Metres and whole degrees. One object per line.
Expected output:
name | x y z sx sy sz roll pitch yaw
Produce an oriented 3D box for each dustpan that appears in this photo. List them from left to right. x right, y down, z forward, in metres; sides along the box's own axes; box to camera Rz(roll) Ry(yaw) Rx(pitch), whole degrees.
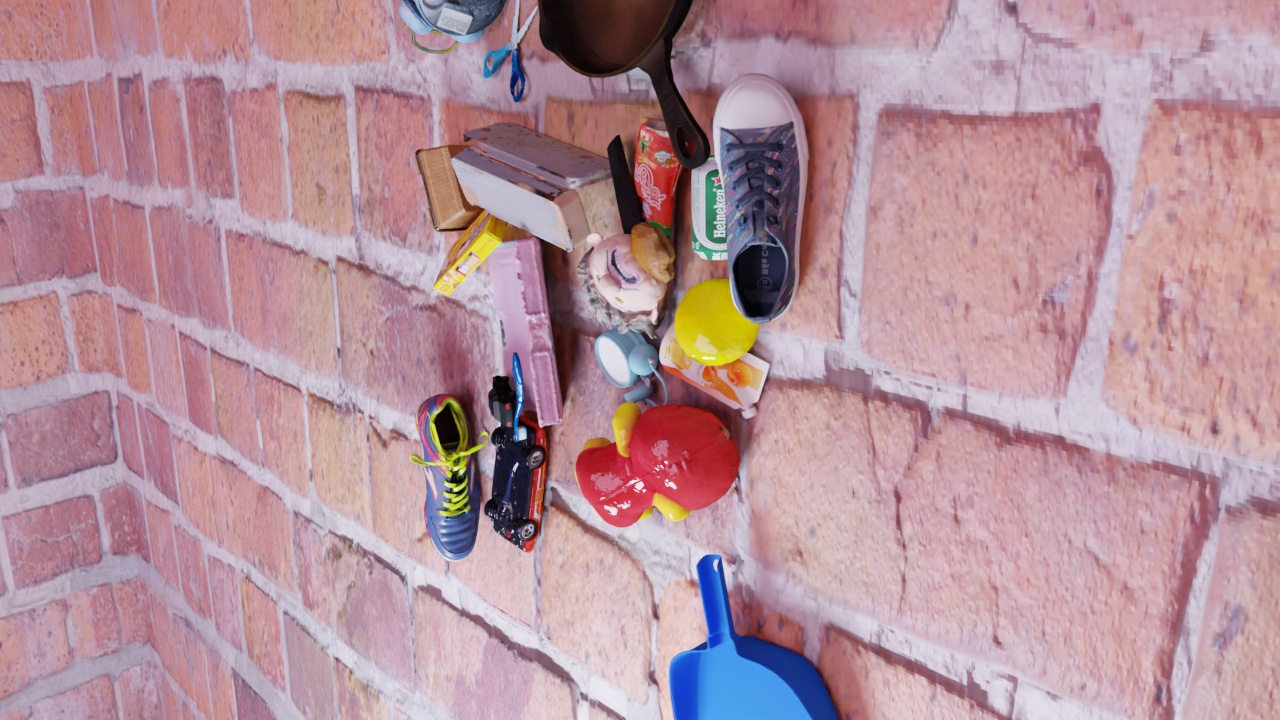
dustpan | 0.113 0.336 1.015 0.246 0.059 0.257 -7 95 46

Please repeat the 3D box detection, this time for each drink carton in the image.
drink carton | 0.080 0.008 0.979 0.122 0.038 0.069 30 120 29

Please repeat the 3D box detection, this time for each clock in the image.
clock | -0.227 -0.441 1.104 0.060 0.117 0.162 55 127 35
clock | -0.006 0.006 1.051 0.123 0.041 0.088 45 146 29

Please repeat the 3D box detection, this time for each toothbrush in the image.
toothbrush | -0.153 0.047 1.156 0.021 0.016 0.132 -124 31 -54

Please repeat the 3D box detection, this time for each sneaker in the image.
sneaker | -0.275 0.167 1.313 0.091 0.116 0.241 -16 83 56
sneaker | 0.114 -0.144 0.849 0.087 0.079 0.236 -2 107 9

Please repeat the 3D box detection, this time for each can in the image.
can | 0.078 -0.153 0.919 0.053 0.053 0.101 13 110 42

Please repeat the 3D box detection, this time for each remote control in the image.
remote control | -0.017 -0.184 1.007 0.039 0.010 0.124 159 99 -70

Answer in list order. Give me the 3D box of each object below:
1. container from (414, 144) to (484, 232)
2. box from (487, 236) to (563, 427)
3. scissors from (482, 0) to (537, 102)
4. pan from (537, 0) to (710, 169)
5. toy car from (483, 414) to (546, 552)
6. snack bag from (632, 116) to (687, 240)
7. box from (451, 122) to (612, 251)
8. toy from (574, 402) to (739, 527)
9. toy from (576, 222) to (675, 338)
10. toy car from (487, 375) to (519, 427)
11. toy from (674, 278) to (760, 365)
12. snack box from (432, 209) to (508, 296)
container | -0.247 -0.234 1.219 0.061 0.063 0.114 -13 92 39
box | -0.140 -0.042 1.176 0.179 0.059 0.233 -163 65 -67
scissors | -0.149 -0.377 1.118 0.133 0.015 0.110 -44 66 38
pan | 0.002 -0.350 0.932 0.250 0.043 0.355 -35 71 44
toy car | -0.165 0.165 1.246 0.082 0.056 0.190 23 116 38
snack bag | 0.016 -0.179 0.991 0.087 0.044 0.155 43 135 45
box | -0.133 -0.206 1.089 0.216 0.094 0.107 29 121 38
toy | 0.018 0.119 1.020 0.147 0.098 0.217 49 137 -10
toy | -0.013 -0.088 0.980 0.132 0.076 0.176 48 151 3
toy car | -0.184 0.053 1.213 0.091 0.036 0.042 -131 35 -56
toy | 0.078 -0.040 0.946 0.094 0.041 0.095 -44 63 10
snack box | -0.220 -0.151 1.207 0.153 0.025 0.075 -34 34 44
